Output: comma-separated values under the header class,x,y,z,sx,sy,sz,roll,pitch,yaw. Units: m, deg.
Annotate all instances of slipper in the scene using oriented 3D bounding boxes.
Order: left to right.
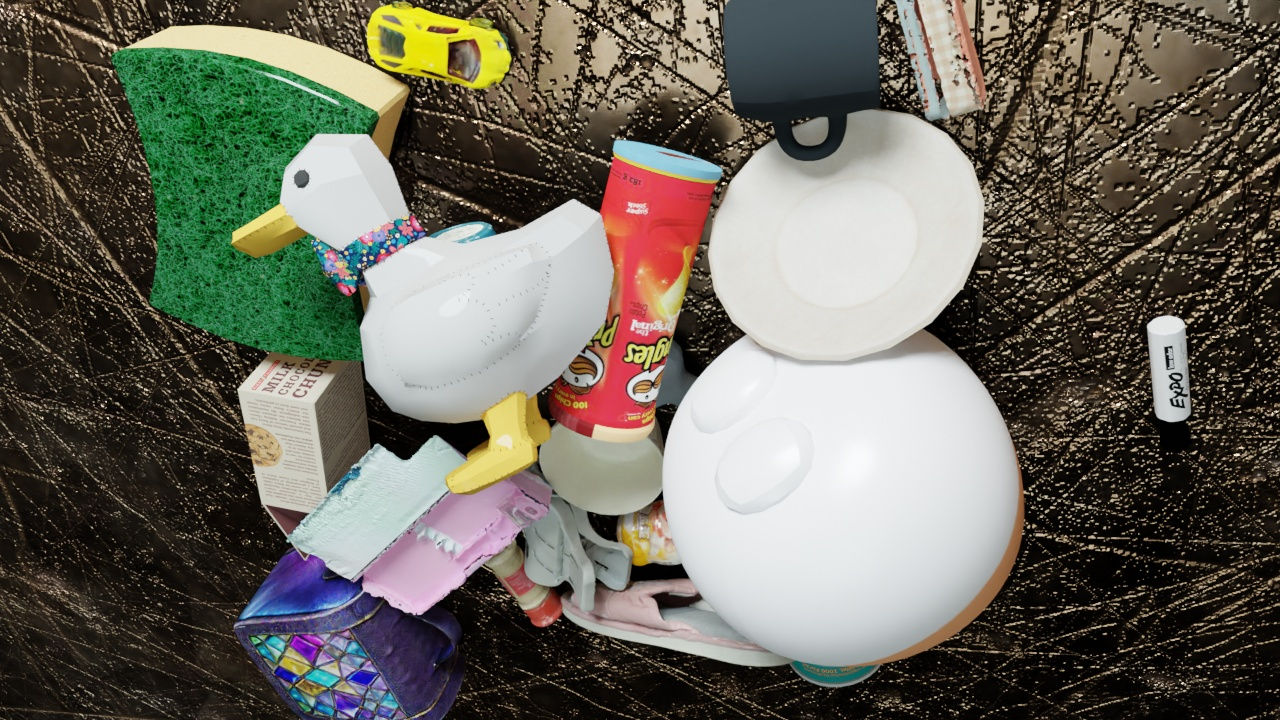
class,x,y,z,sx,sy,sz,roll,pitch,yaw
slipper,0.032,0.243,0.894,0.275,0.114,0.054,1,88,40

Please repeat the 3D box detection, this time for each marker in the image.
class,x,y,z,sx,sy,sz,roll,pitch,yaw
marker,0.420,0.022,0.726,0.025,0.025,0.126,-12,121,19

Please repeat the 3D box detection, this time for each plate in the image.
class,x,y,z,sx,sy,sz,roll,pitch,yaw
plate,0.140,-0.087,0.639,0.189,0.188,0.027,-16,156,22

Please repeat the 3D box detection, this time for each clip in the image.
class,x,y,z,sx,sy,sz,roll,pitch,yaw
clip,-0.077,0.175,0.887,0.147,0.081,0.125,42,141,37

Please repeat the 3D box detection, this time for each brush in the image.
class,x,y,z,sx,sy,sz,roll,pitch,yaw
brush,-0.298,-0.129,0.744,0.195,0.075,0.251,14,126,2

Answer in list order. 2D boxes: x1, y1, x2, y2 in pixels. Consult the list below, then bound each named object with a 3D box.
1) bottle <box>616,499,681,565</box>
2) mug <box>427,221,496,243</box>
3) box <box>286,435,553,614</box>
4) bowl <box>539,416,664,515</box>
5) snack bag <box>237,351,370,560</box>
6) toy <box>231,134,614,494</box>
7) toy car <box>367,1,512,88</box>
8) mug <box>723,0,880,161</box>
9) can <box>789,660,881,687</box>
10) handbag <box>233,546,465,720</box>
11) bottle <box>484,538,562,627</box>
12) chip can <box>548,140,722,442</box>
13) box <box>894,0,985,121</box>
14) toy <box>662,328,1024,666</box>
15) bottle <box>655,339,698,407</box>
class,x,y,z,sx,sy,sz,roll,pitch,yaw
bottle,0.034,0.165,0.885,0.109,0.063,0.063,-6,123,15
mug,-0.124,-0.058,0.750,0.112,0.084,0.104,-5,115,23
box,-0.210,0.148,0.850,0.159,0.035,0.231,34,123,-24
bowl,-0.029,0.078,0.838,0.115,0.062,0.115,6,125,8
snack bag,-0.315,0.088,0.887,0.070,0.094,0.207,10,126,5
toy,-0.139,-0.046,0.648,0.247,0.140,0.267,-21,97,5
toy car,-0.146,-0.229,0.671,0.107,0.030,0.049,11,125,3
mug,0.110,-0.189,0.610,0.094,0.085,0.122,-3,130,15
can,0.175,0.223,0.873,0.099,0.099,0.144,-7,123,16
handbag,-0.302,0.301,1.015,0.222,0.125,0.205,-7,122,19
bottle,-0.125,0.236,0.982,0.044,0.044,0.109,-20,117,24
chip can,-0.006,-0.050,0.697,0.087,0.087,0.214,16,110,1
box,0.184,-0.243,0.579,0.058,0.053,0.187,-35,119,-14
toy,0.153,0.103,0.700,0.266,0.262,0.280,-38,130,18
bottle,-0.005,0.005,0.792,0.161,0.046,0.072,26,126,-7
